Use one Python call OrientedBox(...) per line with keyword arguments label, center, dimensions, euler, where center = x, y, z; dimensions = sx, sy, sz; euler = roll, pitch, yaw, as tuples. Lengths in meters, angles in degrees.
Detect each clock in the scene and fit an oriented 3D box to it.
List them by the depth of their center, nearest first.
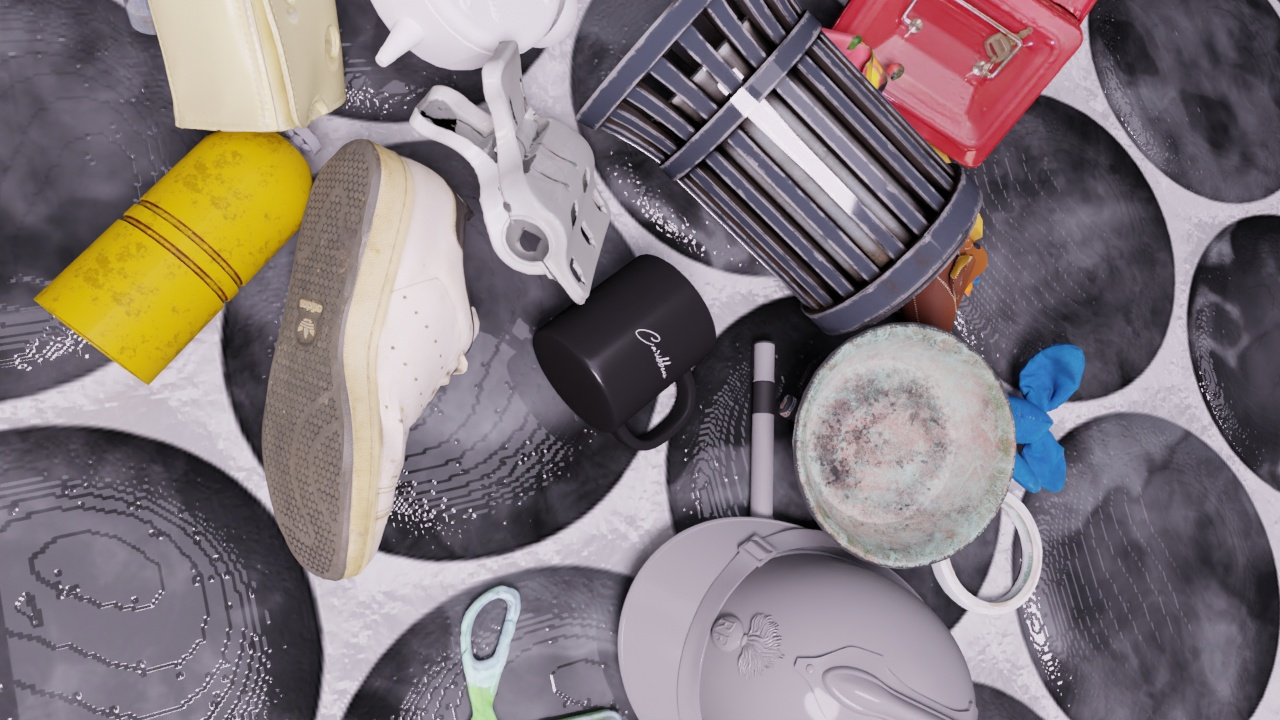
OrientedBox(label="clock", center=(-0.102, -0.250, 0.567), dimensions=(0.160, 0.073, 0.125), euler=(-30, 111, -47))

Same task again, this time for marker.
OrientedBox(label="marker", center=(0.084, 0.056, 0.631), dimensions=(0.016, 0.016, 0.140), euler=(7, 77, -18))

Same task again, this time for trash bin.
OrientedBox(label="trash bin", center=(0.097, -0.139, 0.603), dimensions=(0.227, 0.165, 0.164), euler=(42, 68, -11))

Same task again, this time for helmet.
OrientedBox(label="helmet", center=(0.126, 0.199, 0.554), dimensions=(0.271, 0.118, 0.183), euler=(29, 74, -17))

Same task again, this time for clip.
OrientedBox(label="clip", center=(-0.067, -0.114, 0.557), dimensions=(0.143, 0.073, 0.124), euler=(51, 23, -26))

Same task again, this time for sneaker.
OrientedBox(label="sneaker", center=(-0.146, 0.002, 0.532), dimensions=(0.102, 0.089, 0.241), euler=(8, 90, -52))

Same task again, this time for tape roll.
OrientedBox(label="tape roll", center=(0.255, 0.139, 0.676), dimensions=(0.093, 0.013, 0.093), euler=(4, 78, -19))

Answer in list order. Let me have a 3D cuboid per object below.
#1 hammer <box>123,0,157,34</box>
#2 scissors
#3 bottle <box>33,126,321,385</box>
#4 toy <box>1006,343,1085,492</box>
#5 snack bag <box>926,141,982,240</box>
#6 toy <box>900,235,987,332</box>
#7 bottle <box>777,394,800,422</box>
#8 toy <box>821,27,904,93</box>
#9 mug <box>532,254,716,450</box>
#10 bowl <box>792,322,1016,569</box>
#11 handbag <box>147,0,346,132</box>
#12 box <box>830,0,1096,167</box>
OrientedBox(label="hammer", center=(-0.176, -0.316, 0.577), dimensions=(0.332, 0.118, 0.025), euler=(-39, 79, -28))
OrientedBox(label="scissors", center=(-0.093, 0.216, 0.538), dimensions=(0.171, 0.022, 0.174), euler=(-1, 84, -22))
OrientedBox(label="bottle", center=(-0.244, -0.071, 0.511), dimensions=(0.071, 0.071, 0.163), euler=(39, 70, -8))
OrientedBox(label="toy", center=(0.259, 0.035, 0.672), dimensions=(0.176, 0.071, 0.112), euler=(10, 87, -18))
OrientedBox(label="snack bag", center=(0.238, -0.137, 0.722), dimensions=(0.020, 0.026, 0.099), euler=(-29, 88, -22))
OrientedBox(label="toy", center=(0.235, -0.047, 0.698), dimensions=(0.090, 0.071, 0.103), euler=(-31, 113, -35))
OrientedBox(label="bottle", center=(0.144, 0.059, 0.640), dimensions=(0.110, 0.036, 0.036), euler=(33, 70, -11))
OrientedBox(label="toy", center=(0.134, -0.206, 0.666), dimensions=(0.103, 0.084, 0.046), euler=(22, 64, 8))
OrientedBox(label="mug", center=(-0.003, 0.003, 0.585), dimensions=(0.087, 0.078, 0.113), euler=(-38, 119, -23))
OrientedBox(label="bowl", center=(0.168, 0.055, 0.605), dimensions=(0.157, 0.038, 0.157), euler=(0, 89, -13))
OrientedBox(label="handbag", center=(-0.211, -0.196, 0.504), dimensions=(0.081, 0.111, 0.119), euler=(5, 119, 12))
OrientedBox(label="box", center=(0.247, -0.276, 0.705), dimensions=(0.157, 0.154, 0.167), euler=(34, 41, -4))
